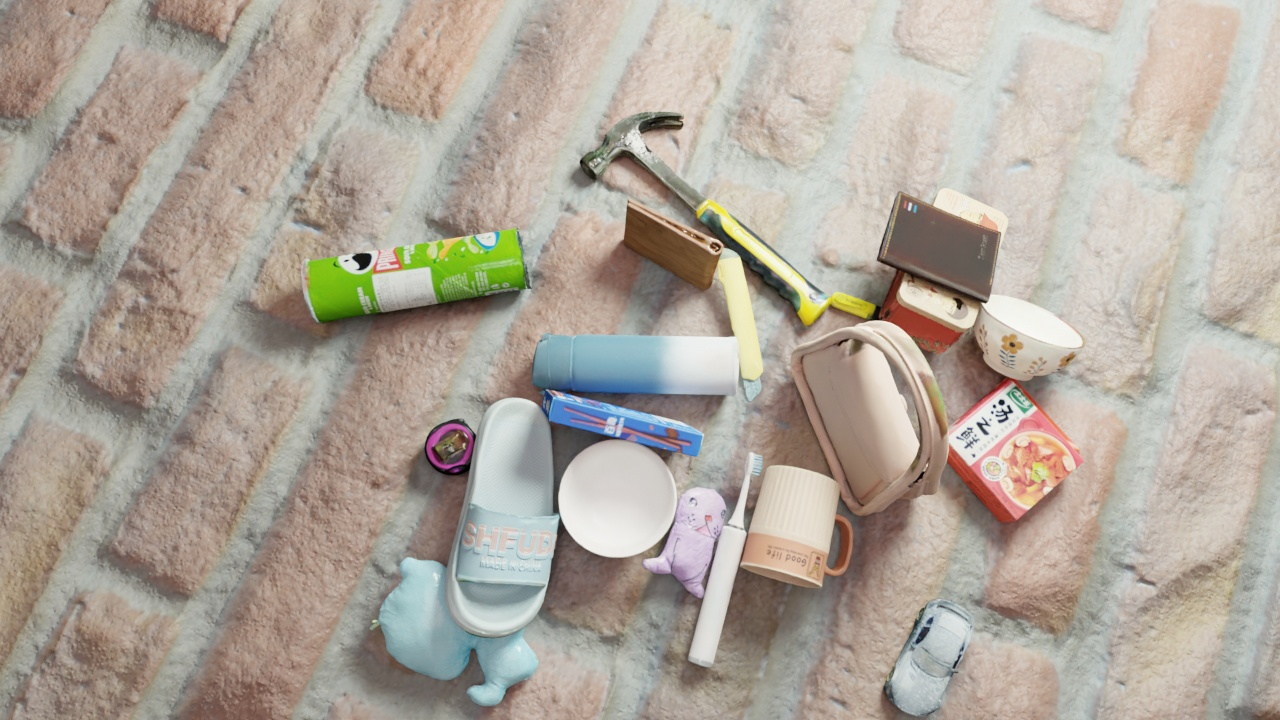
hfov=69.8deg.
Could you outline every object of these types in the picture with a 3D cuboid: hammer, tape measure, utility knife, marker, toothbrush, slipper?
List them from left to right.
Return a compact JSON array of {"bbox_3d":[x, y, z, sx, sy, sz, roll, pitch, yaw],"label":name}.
[{"bbox_3d":[-0.198,0.092,0.967,0.057,0.039,0.057,-37,80,-10],"label":"tape measure"},{"bbox_3d":[-0.127,0.151,0.916,0.104,0.074,0.245,15,65,-26],"label":"slipper"},{"bbox_3d":[0.088,-0.164,1.046,0.323,0.032,0.126,43,79,9],"label":"hammer"},{"bbox_3d":[0.090,0.202,0.943,0.026,0.027,0.221,19,81,-17],"label":"toothbrush"},{"bbox_3d":[0.111,-0.042,1.009,0.031,0.019,0.173,-11,84,-1],"label":"utility knife"},{"bbox_3d":[0.273,-0.050,1.030,0.124,0.015,0.018,20,75,2],"label":"marker"}]

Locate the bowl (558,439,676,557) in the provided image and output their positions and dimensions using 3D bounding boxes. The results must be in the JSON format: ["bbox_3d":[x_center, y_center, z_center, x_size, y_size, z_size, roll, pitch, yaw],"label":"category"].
[{"bbox_3d":[-0.023,0.145,0.945,0.118,0.065,0.118,0,75,-1],"label":"bowl"}]

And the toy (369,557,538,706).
[{"bbox_3d":[-0.189,0.270,0.917,0.156,0.050,0.161,-11,85,-10],"label":"toy"}]

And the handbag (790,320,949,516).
[{"bbox_3d":[0.234,0.045,0.891,0.093,0.234,0.193,-20,77,-5],"label":"handbag"}]

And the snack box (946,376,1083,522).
[{"bbox_3d":[0.400,0.090,0.982,0.127,0.044,0.113,-38,80,-11],"label":"snack box"}]

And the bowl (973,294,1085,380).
[{"bbox_3d":[0.410,-0.018,0.991,0.113,0.113,0.062,20,117,4],"label":"bowl"}]

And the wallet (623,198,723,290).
[{"bbox_3d":[0.032,-0.126,1.000,0.115,0.101,0.020,28,73,7],"label":"wallet"}]

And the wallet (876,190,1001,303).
[{"bbox_3d":[0.316,-0.120,0.967,0.122,0.020,0.096,22,63,2],"label":"wallet"}]

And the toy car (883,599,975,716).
[{"bbox_3d":[0.294,0.301,0.930,0.054,0.037,0.120,31,80,6],"label":"toy car"}]

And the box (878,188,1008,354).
[{"bbox_3d":[0.332,-0.094,1.011,0.091,0.079,0.168,26,64,5],"label":"box"}]

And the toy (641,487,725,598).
[{"bbox_3d":[0.051,0.181,0.947,0.084,0.039,0.108,31,75,-27],"label":"toy"}]

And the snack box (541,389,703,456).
[{"bbox_3d":[-0.021,0.063,0.939,0.157,0.084,0.026,15,91,-11],"label":"snack box"}]

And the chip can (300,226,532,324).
[{"bbox_3d":[-0.240,-0.092,0.998,0.236,0.072,0.072,-9,76,-5],"label":"chip can"}]

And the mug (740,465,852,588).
[{"bbox_3d":[0.168,0.175,0.940,0.114,0.082,0.105,22,73,-18],"label":"mug"}]

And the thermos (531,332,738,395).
[{"bbox_3d":[-0.006,0.006,0.984,0.220,0.070,0.070,0,75,-1],"label":"thermos"}]
